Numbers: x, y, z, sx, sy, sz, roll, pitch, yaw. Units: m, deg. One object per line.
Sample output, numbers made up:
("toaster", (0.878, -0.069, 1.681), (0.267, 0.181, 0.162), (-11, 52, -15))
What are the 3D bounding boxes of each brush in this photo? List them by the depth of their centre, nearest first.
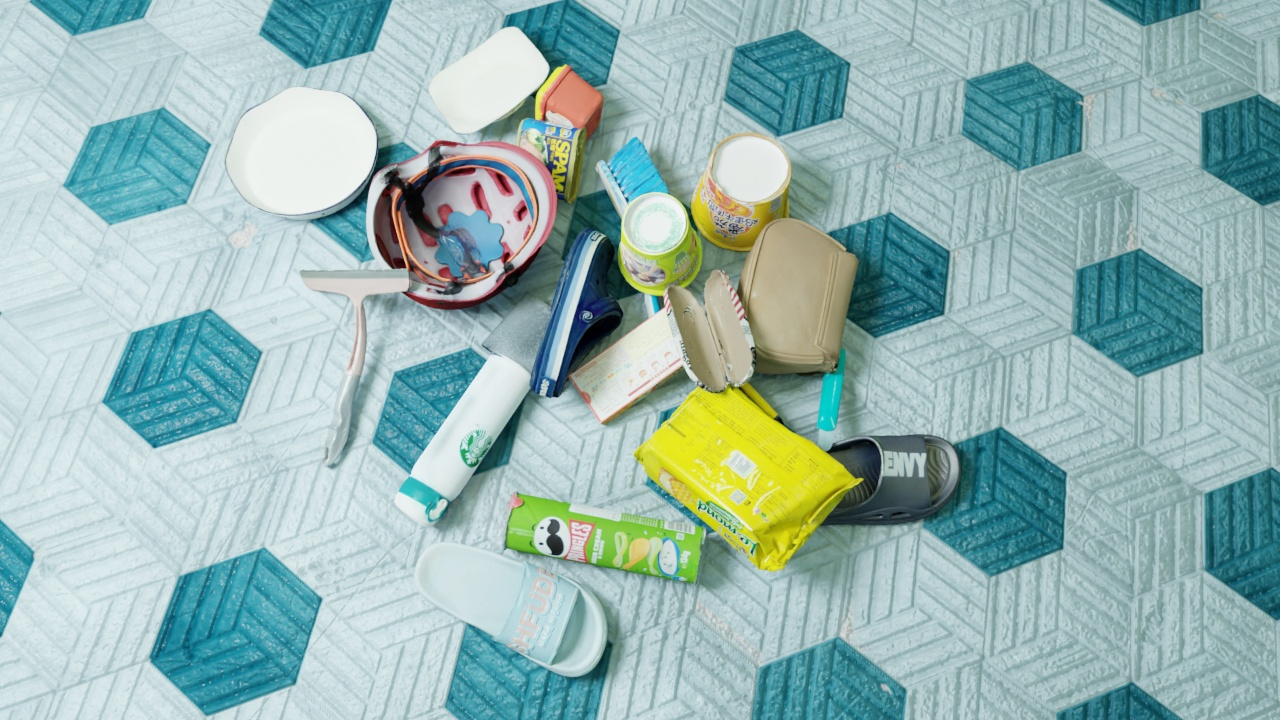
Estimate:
("brush", (0.018, -0.150, 1.238), (0.109, 0.060, 0.314), (-25, 75, -5))

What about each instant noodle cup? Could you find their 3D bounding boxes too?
("instant noodle cup", (0.022, -0.151, 1.150), (0.112, 0.123, 0.111), (-1, 78, 4))
("instant noodle cup", (0.140, -0.232, 1.237), (0.138, 0.110, 0.137), (0, 70, -1))

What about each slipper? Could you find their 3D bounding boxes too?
("slipper", (-0.151, 0.278, 1.064), (0.245, 0.074, 0.103), (22, 70, 8))
("slipper", (0.268, 0.146, 1.120), (0.268, 0.083, 0.110), (-7, 72, -3))
("slipper", (-0.068, -0.062, 1.154), (0.095, 0.105, 0.252), (21, 56, -6))

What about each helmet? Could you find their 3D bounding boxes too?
("helmet", (-0.226, -0.166, 1.185), (0.239, 0.144, 0.207), (-26, 80, -14))

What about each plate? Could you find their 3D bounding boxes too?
("plate", (-0.464, -0.282, 1.272), (0.205, 0.046, 0.204), (1, 70, -3))
("plate", (-0.211, -0.389, 1.302), (0.164, 0.034, 0.163), (-34, 54, 1))

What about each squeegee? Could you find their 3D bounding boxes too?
("squeegee", (-0.367, 0.011, 1.152), (0.248, 0.040, 0.249), (5, 87, 41))

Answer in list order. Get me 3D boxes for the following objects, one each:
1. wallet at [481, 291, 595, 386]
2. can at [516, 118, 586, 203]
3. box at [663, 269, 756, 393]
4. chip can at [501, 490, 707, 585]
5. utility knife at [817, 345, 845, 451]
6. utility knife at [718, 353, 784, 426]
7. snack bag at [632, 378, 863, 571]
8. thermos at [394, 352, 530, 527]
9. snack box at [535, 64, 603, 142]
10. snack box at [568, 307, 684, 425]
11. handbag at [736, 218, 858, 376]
("wallet", (-0.132, -0.021, 1.203), (0.121, 0.019, 0.097), (36, 75, 9))
("can", (-0.125, -0.274, 1.253), (0.083, 0.057, 0.102), (13, 112, 5))
("box", (0.081, -0.037, 1.126), (0.086, 0.076, 0.162), (-3, 56, -22))
("chip can", (-0.043, 0.211, 1.092), (0.236, 0.072, 0.072), (10, 70, 1))
("utility knife", (0.240, 0.044, 1.164), (0.029, 0.013, 0.182), (4, 50, 16))
("utility knife", (0.115, 0.017, 1.190), (0.015, 0.033, 0.202), (-40, 72, -10))
("snack bag", (0.120, 0.126, 1.094), (0.157, 0.068, 0.246), (-44, 57, -14))
("thermos", (-0.216, 0.099, 1.128), (0.073, 0.073, 0.223), (30, 72, 9))
("snack box", (-0.099, -0.351, 1.286), (0.080, 0.091, 0.081), (33, 72, 2))
("snack box", (-0.007, 0.007, 1.172), (0.156, 0.027, 0.077), (-35, 77, 0))
("handbag", (0.197, -0.076, 1.193), (0.148, 0.100, 0.204), (17, 70, -4))
